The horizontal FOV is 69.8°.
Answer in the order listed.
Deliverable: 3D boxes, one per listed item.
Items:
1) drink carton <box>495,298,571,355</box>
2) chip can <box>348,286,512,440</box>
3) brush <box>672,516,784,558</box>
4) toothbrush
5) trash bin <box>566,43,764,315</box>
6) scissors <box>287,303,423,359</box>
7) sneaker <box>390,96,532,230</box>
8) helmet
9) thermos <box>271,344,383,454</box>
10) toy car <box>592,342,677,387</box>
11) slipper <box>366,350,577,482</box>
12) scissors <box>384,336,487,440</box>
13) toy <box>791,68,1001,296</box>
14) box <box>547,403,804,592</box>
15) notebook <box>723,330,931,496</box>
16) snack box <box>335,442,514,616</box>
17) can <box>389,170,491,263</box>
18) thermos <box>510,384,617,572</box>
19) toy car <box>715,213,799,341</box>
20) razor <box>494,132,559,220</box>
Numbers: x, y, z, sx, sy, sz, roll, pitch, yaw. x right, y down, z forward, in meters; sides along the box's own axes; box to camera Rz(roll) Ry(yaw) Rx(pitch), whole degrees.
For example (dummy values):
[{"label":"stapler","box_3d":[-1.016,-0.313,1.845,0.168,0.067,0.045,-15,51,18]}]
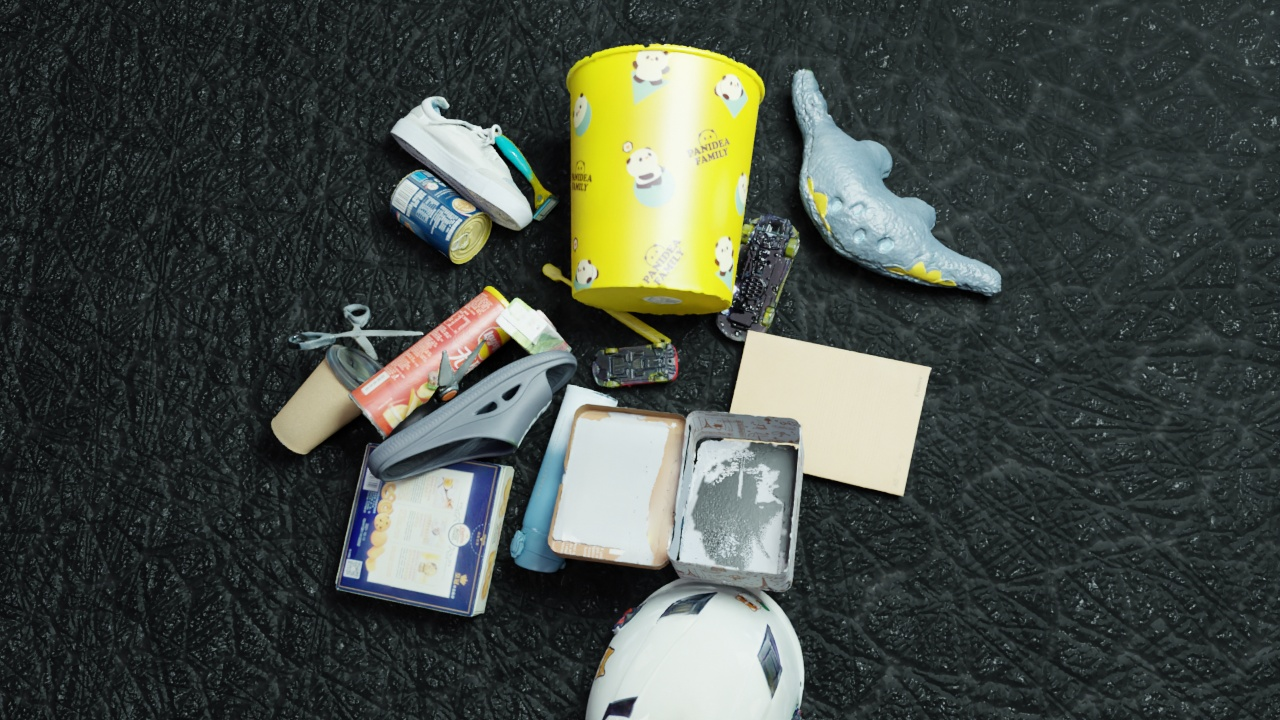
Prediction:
[{"label":"drink carton","box_3d":[-0.124,-0.031,1.093,0.053,0.122,0.045,41,86,16]},{"label":"chip can","box_3d":[-0.244,0.001,1.106,0.216,0.073,0.073,-40,74,-16]},{"label":"brush","box_3d":[0.103,0.187,1.045,0.144,0.055,0.073,-7,59,9]},{"label":"toothbrush","box_3d":[-0.043,-0.068,1.142,0.190,0.016,0.015,32,85,13]},{"label":"trash bin","box_3d":[0.020,-0.192,1.053,0.230,0.229,0.255,3,84,11]},{"label":"scissors","box_3d":[-0.350,-0.034,1.136,0.181,0.159,0.014,-5,120,4]},{"label":"sneaker","box_3d":[-0.211,-0.259,1.178,0.242,0.089,0.090,39,83,21]},{"label":"helmet","box_3d":[0.051,0.361,0.965,0.230,0.157,0.274,32,86,14]},{"label":"thermos","box_3d":[-0.388,0.049,1.148,0.143,0.093,0.093,-42,75,9]},{"label":"toy car","box_3d":[-0.007,0.006,1.111,0.106,0.031,0.049,-6,80,17]},{"label":"slipper","box_3d":[-0.181,0.084,1.070,0.267,0.111,0.083,-29,73,-12]},{"label":"scissors","box_3d":[-0.222,0.040,1.055,0.225,0.204,0.021,-41,74,19]},{"label":"toy","box_3d":[0.262,-0.189,1.072,0.137,0.091,0.356,-33,77,-10]},{"label":"box","box_3d":[0.041,0.144,1.000,0.261,0.082,0.176,4,63,13]},{"label":"notebook","box_3d":[0.212,0.059,1.055,0.211,0.012,0.149,12,86,10]},{"label":"snack box","box_3d":[-0.261,0.202,1.111,0.183,0.046,0.177,8,80,12]},{"label":"can","box_3d":[-0.256,-0.185,1.173,0.111,0.075,0.075,36,87,15]},{"label":"thermos","box_3d":[-0.091,0.140,1.082,0.070,0.070,0.220,17,82,13]},{"label":"toy car","box_3d":[0.139,-0.098,1.099,0.070,0.042,0.158,21,91,13]},{"label":"razor","box_3d":[-0.152,-0.245,1.189,0.043,0.028,0.132,-43,75,32]}]
